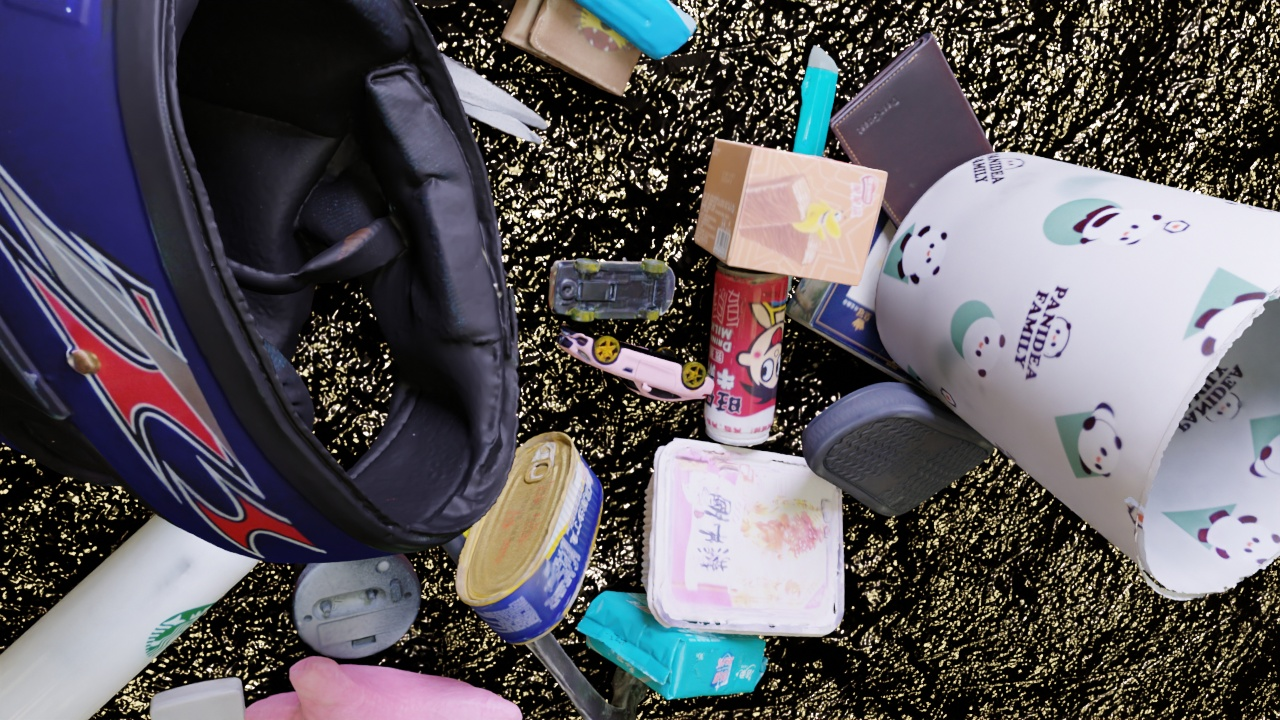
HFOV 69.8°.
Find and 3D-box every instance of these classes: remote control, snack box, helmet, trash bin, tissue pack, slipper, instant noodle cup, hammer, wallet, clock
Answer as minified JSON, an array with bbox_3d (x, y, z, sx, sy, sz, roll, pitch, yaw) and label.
[{"bbox_3d":[-0.304,0.294,0.646,0.058,0.021,0.150,-7,111,-21],"label":"remote control"},{"bbox_3d":[0.229,-0.076,0.730,0.177,0.046,0.182,26,97,-29],"label":"snack box"},{"bbox_3d":[-0.214,-0.053,0.428,0.241,0.246,0.316,-6,111,25],"label":"helmet"},{"bbox_3d":[0.304,-0.014,0.600,0.229,0.252,0.230,-13,121,-22],"label":"trash bin"},{"bbox_3d":[0.026,0.218,0.702,0.133,0.093,0.050,21,88,-47],"label":"tissue pack"},{"bbox_3d":[0.198,0.054,0.726,0.111,0.083,0.268,-37,148,20],"label":"slipper"},{"bbox_3d":[0.073,0.140,0.710,0.173,0.060,0.138,11,73,-26],"label":"instant noodle cup"},{"bbox_3d":[0.098,-0.103,0.625,0.094,0.092,0.077,8,105,-13],"label":"snack box"},{"bbox_3d":[-0.090,0.179,0.662,0.032,0.125,0.323,-19,115,26],"label":"hammer"},{"bbox_3d":[-0.026,-0.235,0.568,0.090,0.033,0.115,19,104,-29],"label":"wallet"},{"bbox_3d":[-0.194,0.141,0.618,0.082,0.055,0.122,-8,111,-20],"label":"clock"},{"bbox_3d":[0.199,-0.152,0.655,0.096,0.020,0.122,-43,115,-4],"label":"wallet"}]

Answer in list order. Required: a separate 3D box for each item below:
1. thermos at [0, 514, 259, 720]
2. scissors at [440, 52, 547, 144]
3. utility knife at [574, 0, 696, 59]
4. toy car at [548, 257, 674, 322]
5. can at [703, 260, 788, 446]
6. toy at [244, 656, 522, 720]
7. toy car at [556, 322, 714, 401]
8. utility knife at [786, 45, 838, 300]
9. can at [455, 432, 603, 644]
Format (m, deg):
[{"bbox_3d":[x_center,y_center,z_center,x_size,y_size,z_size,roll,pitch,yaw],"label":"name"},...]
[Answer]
[{"bbox_3d":[-0.301,0.145,0.565,0.224,0.073,0.073,-43,120,-4],"label":"thermos"},{"bbox_3d":[-0.146,-0.198,0.532,0.234,0.022,0.143,1,108,-24],"label":"scissors"},{"bbox_3d":[-0.048,-0.234,0.526,0.194,0.018,0.034,25,115,-33],"label":"utility knife"},{"bbox_3d":[-0.019,-0.051,0.635,0.090,0.035,0.042,-1,111,-24],"label":"toy car"},{"bbox_3d":[0.078,-0.006,0.684,0.053,0.053,0.133,-5,110,-22],"label":"can"},{"bbox_3d":[-0.172,0.261,0.643,0.194,0.074,0.179,22,136,-23],"label":"toy"},{"bbox_3d":[-0.004,0.004,0.652,0.122,0.056,0.037,17,94,-27],"label":"toy car"},{"bbox_3d":[0.114,-0.116,0.683,0.029,0.013,0.223,3,105,-23],"label":"utility knife"},{"bbox_3d":[-0.071,0.116,0.620,0.075,0.147,0.049,-17,124,25],"label":"can"}]
